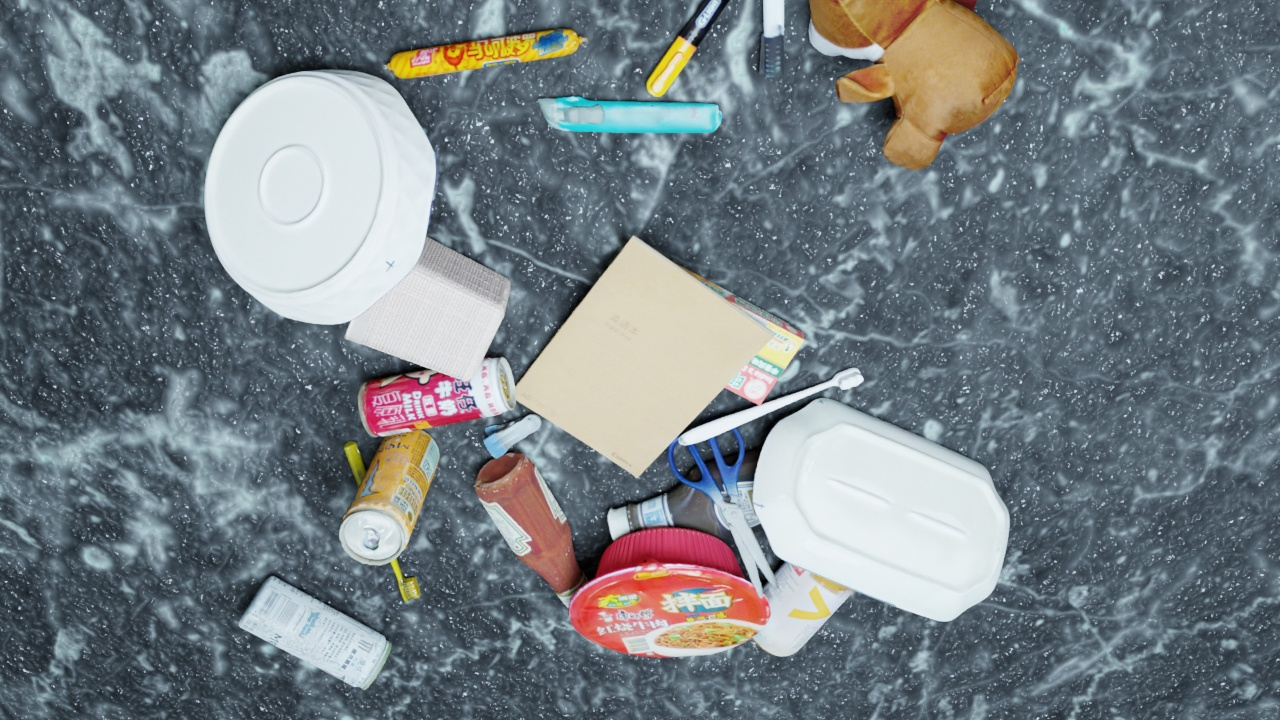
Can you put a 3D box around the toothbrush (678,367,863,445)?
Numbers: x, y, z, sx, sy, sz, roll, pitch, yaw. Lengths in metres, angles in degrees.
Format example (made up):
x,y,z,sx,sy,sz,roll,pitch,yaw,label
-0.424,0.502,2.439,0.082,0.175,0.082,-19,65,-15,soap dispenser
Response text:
x,y,z,sx,sy,sz,roll,pitch,yaw,label
0.120,0.045,0.851,0.180,0.016,0.016,-21,117,2,toothbrush

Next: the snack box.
x,y,z,sx,sy,sz,roll,pitch,yaw,label
0.060,-0.027,0.824,0.155,0.027,0.077,26,114,-11,snack box

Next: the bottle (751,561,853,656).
x,y,z,sx,sy,sz,roll,pitch,yaw,label
0.179,0.211,0.909,0.068,0.068,0.190,32,110,-13,bottle

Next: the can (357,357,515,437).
x,y,z,sx,sy,sz,roll,pitch,yaw,label
-0.184,0.033,0.837,0.133,0.053,0.053,-11,114,7,can

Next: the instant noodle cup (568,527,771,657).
x,y,z,sx,sy,sz,roll,pitch,yaw,label
0.027,0.222,0.893,0.194,0.065,0.194,0,138,0,instant noodle cup

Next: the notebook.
x,y,z,sx,sy,sz,roll,pitch,yaw,label
-0.005,0.005,0.824,0.149,0.012,0.212,33,123,-12,notebook

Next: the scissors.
x,y,z,sx,sy,sz,roll,pitch,yaw,label
0.092,0.128,0.843,0.174,0.012,0.124,37,84,21,scissors

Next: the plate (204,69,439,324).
x,y,z,sx,sy,sz,roll,pitch,yaw,label
-0.258,-0.132,0.716,0.205,0.045,0.205,-1,88,21,plate

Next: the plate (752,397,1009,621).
x,y,z,sx,sy,sz,roll,pitch,yaw,label
0.232,0.137,0.843,0.265,0.034,0.161,24,74,-10,plate

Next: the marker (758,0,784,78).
x,y,z,sx,sy,sz,roll,pitch,yaw,label
0.101,-0.287,0.711,0.023,0.018,0.131,-1,115,11,marker

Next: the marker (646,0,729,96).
x,y,z,sx,sy,sz,roll,pitch,yaw,label
0.045,-0.262,0.724,0.018,0.015,0.124,32,109,-18,marker

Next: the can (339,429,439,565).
x,y,z,sx,sy,sz,roll,pitch,yaw,label
-0.223,0.118,0.827,0.058,0.145,0.058,0,115,0,can

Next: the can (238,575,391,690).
x,y,z,sx,sy,sz,roll,pitch,yaw,label
-0.335,0.282,0.951,0.146,0.058,0.058,34,110,-14,can

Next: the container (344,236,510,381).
x,y,z,sx,sy,sz,roll,pitch,yaw,label
-0.178,-0.047,0.785,0.111,0.090,0.090,24,112,-14,container

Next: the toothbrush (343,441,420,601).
x,y,z,sx,sy,sz,roll,pitch,yaw,label
-0.257,0.164,0.920,0.016,0.015,0.190,-13,114,1,toothbrush

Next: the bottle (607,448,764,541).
x,y,z,sx,sy,sz,roll,pitch,yaw,label
0.065,0.139,0.891,0.195,0.044,0.080,-16,111,8,bottle

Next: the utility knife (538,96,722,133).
x,y,z,sx,sy,sz,roll,pitch,yaw,label
-0.008,-0.201,0.753,0.151,0.012,0.029,1,117,0,utility knife

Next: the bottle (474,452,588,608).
x,y,z,sx,sy,sz,roll,pitch,yaw,label
-0.091,0.184,0.905,0.060,0.059,0.206,-23,115,10,bottle

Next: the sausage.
x,y,z,sx,sy,sz,roll,pitch,yaw,label
-0.124,-0.244,0.730,0.165,0.021,0.021,-7,114,4,sausage

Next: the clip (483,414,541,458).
x,y,z,sx,sy,sz,roll,pitch,yaw,label
-0.121,0.067,0.874,0.058,0.045,0.027,-27,110,6,clip

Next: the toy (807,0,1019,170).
x,y,z,sx,sy,sz,roll,pitch,yaw,label
0.185,-0.253,0.683,0.199,0.139,0.131,50,147,-17,toy
